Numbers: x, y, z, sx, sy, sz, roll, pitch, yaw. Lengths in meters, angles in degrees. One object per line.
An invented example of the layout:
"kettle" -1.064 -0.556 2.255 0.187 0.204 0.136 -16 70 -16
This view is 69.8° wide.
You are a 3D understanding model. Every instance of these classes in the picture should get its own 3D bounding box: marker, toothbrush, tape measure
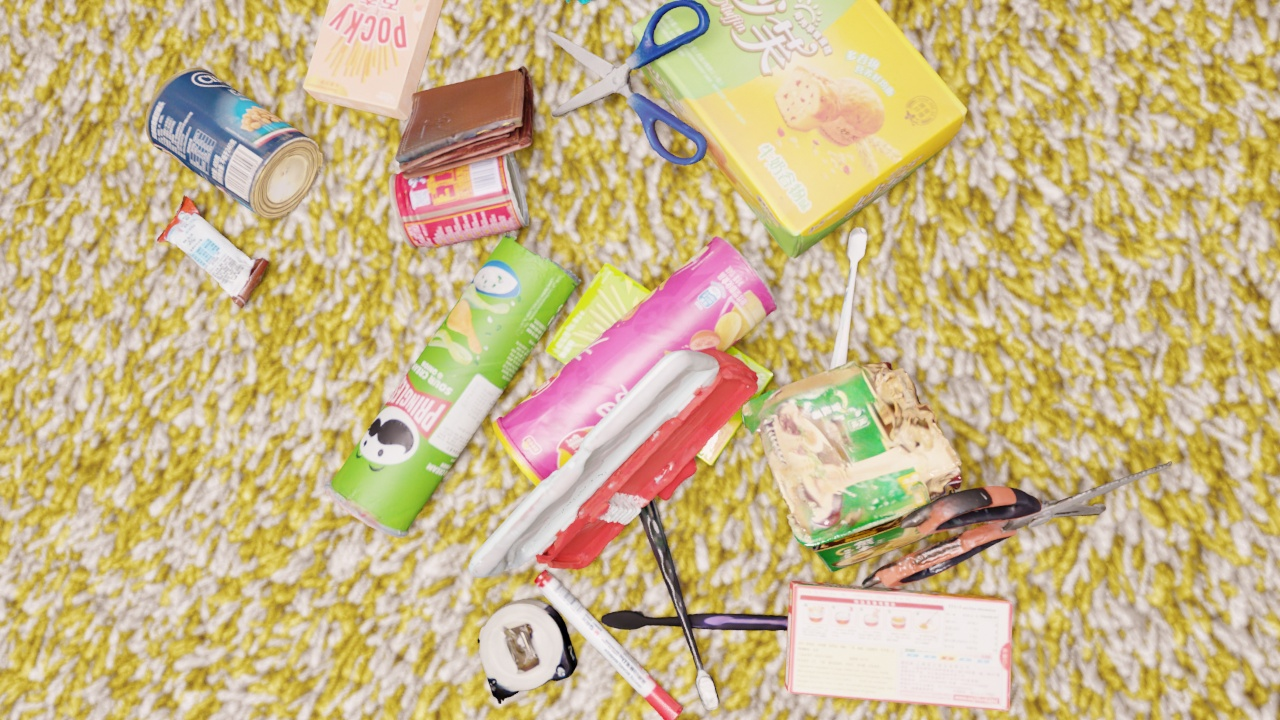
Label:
"marker" -0.025 0.213 0.685 0.145 0.017 0.017 44 88 9
"toothbrush" 0.153 -0.013 0.701 0.016 0.016 0.180 9 86 8
"toothbrush" 0.024 0.166 0.677 0.015 0.018 0.181 -18 72 -3
"toothbrush" 0.065 0.195 0.684 0.189 0.017 0.014 1 85 2
"tape measure" -0.087 0.212 0.682 0.066 0.033 0.066 -22 82 0

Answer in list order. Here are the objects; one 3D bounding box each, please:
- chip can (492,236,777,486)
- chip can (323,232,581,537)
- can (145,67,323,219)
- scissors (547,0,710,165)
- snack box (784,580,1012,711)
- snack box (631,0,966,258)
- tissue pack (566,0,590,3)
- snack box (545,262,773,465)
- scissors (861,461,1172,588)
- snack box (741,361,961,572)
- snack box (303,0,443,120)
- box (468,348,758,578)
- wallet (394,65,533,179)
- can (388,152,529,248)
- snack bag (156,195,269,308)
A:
"chip can" -0.004 0.004 0.655 0.210 0.071 0.071 -41 81 0
"chip can" -0.139 0.017 0.693 0.072 0.072 0.236 34 86 8
"can" -0.321 -0.171 0.730 0.111 0.075 0.075 33 86 8
"scissors" -0.006 -0.209 0.689 0.174 0.012 0.163 55 134 9
"snack box" 0.184 0.204 0.659 0.156 0.027 0.077 4 83 2
"snack box" 0.116 -0.208 0.700 0.157 0.070 0.210 -36 82 0
"tissue pack" -0.021 -0.355 0.740 0.133 0.050 0.093 -22 83 2
"snack box" 0.014 0.002 0.704 0.156 0.026 0.085 35 88 8
"scissors" 0.245 0.104 0.608 0.226 0.189 0.015 -26 60 12
"snack box" 0.146 0.083 0.632 0.117 0.106 0.118 -20 51 2
"snack box" -0.214 -0.284 0.760 0.084 0.026 0.157 14 84 7
"box" -0.015 0.069 0.615 0.201 0.158 0.039 -47 63 14
"wallet" -0.134 -0.187 0.707 0.101 0.032 0.124 -14 38 5
"can" -0.140 -0.126 0.713 0.094 0.066 0.066 -13 82 3
"snack bag" -0.349 -0.089 0.747 0.104 0.026 0.048 35 93 7
